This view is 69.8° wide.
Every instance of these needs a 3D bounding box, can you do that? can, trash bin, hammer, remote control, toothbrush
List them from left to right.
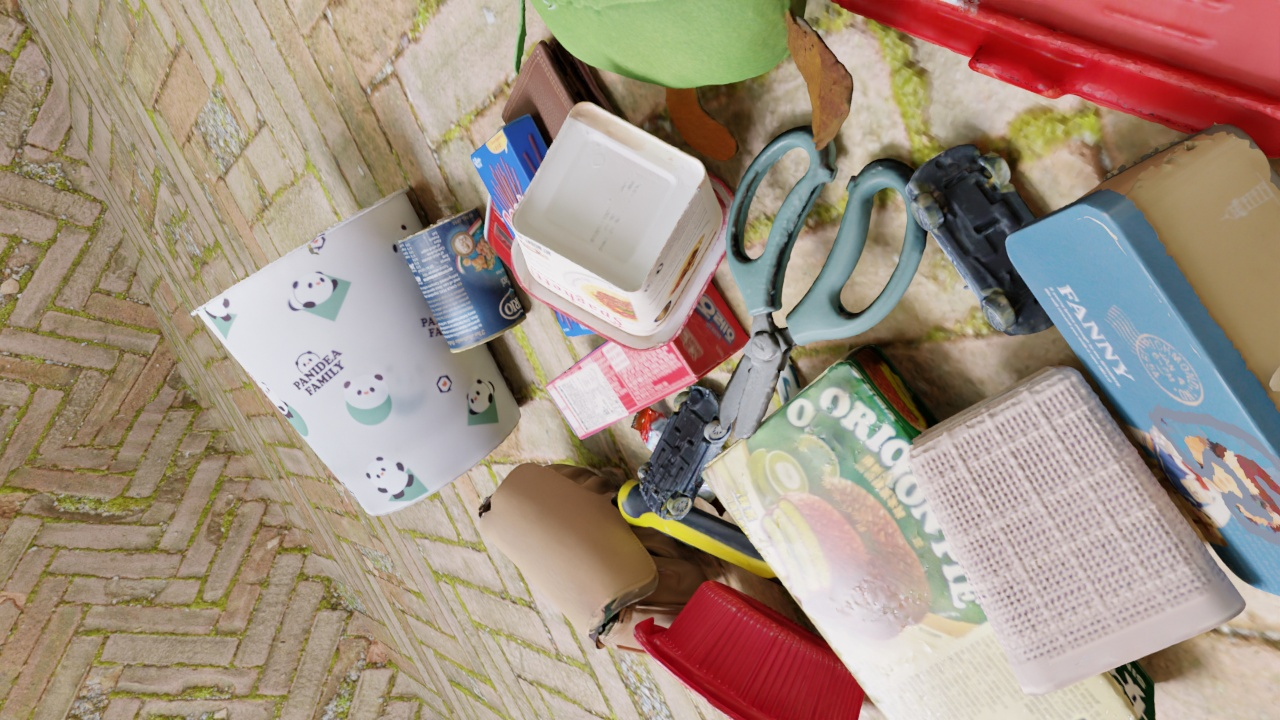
[{"bbox_3d":[-0.258,-0.003,0.897,0.230,0.229,0.252,-7,117,58],"label":"trash bin"},{"bbox_3d":[-0.158,-0.073,0.814,0.075,0.075,0.111,-2,115,57],"label":"can"},{"bbox_3d":[-0.100,-0.126,0.735,0.056,0.020,0.136,49,149,17],"label":"remote control"},{"bbox_3d":[0.106,0.146,0.647,0.324,0.031,0.126,17,130,41],"label":"hammer"},{"bbox_3d":[0.111,0.085,0.573,0.016,0.018,0.191,-23,81,48],"label":"toothbrush"}]

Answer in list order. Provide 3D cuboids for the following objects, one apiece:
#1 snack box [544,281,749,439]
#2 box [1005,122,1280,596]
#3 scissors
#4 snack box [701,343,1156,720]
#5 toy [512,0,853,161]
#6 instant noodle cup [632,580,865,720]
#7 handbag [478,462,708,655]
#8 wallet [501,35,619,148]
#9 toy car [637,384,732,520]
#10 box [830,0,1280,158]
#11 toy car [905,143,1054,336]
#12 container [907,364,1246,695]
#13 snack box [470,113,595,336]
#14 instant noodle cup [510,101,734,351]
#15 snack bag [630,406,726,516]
[{"bbox_3d":[-0.004,0.004,0.678,0.058,0.057,0.208,56,150,-2],"label":"snack box"},{"bbox_3d":[0.209,0.000,0.327,0.184,0.059,0.090,54,179,4],"label":"box"},{"bbox_3d":[0.087,-0.027,0.474,0.139,0.019,0.180,22,104,37],"label":"scissors"},{"bbox_3d":[0.152,0.118,0.502,0.115,0.063,0.240,-43,79,29],"label":"snack box"},{"bbox_3d":[0.011,-0.192,0.442,0.247,0.089,0.227,28,146,49],"label":"toy"},{"bbox_3d":[0.093,0.220,0.668,0.194,0.066,0.194,30,175,3],"label":"instant noodle cup"},{"bbox_3d":[-0.037,0.162,0.798,0.204,0.147,0.100,37,107,30],"label":"handbag"},{"bbox_3d":[-0.045,-0.145,0.628,0.124,0.032,0.101,58,153,1],"label":"wallet"},{"bbox_3d":[0.035,0.068,0.674,0.049,0.031,0.106,43,115,43],"label":"toy car"},{"bbox_3d":[0.152,-0.169,0.307,0.201,0.037,0.158,37,143,33],"label":"box"},{"bbox_3d":[0.155,-0.052,0.408,0.090,0.043,0.034,56,178,8],"label":"toy car"},{"bbox_3d":[0.179,0.067,0.400,0.090,0.090,0.111,-32,79,19],"label":"container"},{"bbox_3d":[-0.066,-0.091,0.662,0.157,0.026,0.085,62,157,-11],"label":"snack box"},{"bbox_3d":[-0.013,-0.076,0.510,0.116,0.116,0.124,29,179,6],"label":"instant noodle cup"},{"bbox_3d":[0.033,0.077,0.720,0.105,0.026,0.045,44,148,16],"label":"snack bag"}]
